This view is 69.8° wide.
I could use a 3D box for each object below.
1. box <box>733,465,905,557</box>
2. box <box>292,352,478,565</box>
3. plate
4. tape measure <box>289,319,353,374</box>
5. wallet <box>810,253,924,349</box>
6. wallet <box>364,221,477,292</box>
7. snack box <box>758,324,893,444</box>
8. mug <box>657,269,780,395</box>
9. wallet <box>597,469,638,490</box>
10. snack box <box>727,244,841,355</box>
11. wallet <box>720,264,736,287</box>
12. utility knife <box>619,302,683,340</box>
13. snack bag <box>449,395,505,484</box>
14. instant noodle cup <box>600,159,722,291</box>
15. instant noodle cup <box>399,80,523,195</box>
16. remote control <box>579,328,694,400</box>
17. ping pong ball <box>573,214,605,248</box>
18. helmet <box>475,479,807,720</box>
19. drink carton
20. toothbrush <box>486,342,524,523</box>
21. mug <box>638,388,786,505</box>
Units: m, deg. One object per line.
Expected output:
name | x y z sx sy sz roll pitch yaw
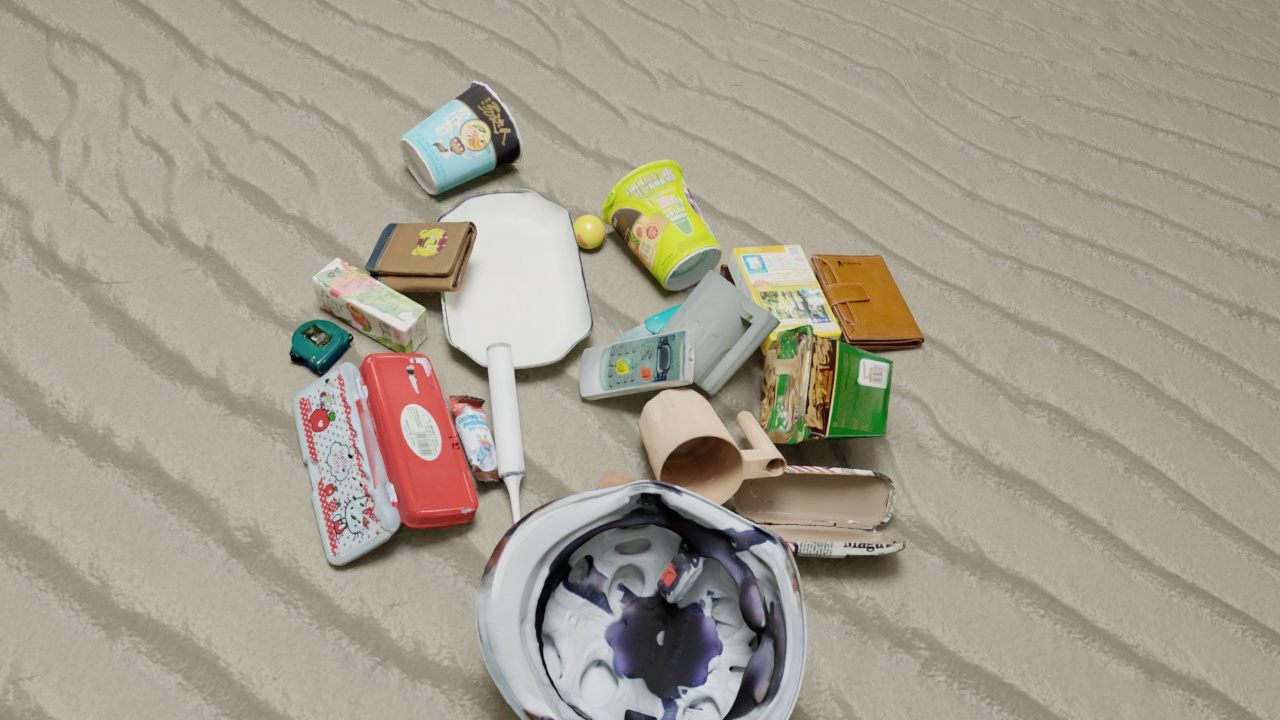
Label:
box | 0.174 0.151 0.883 0.162 0.076 0.086 4 23 -8
box | -0.251 0.084 0.885 0.157 0.069 0.201 -17 57 -15
plate | -0.146 -0.091 1.041 0.162 0.034 0.265 -7 56 -12
tape measure | -0.339 -0.018 0.966 0.054 0.025 0.058 27 54 10
wallet | 0.258 -0.070 1.080 0.119 0.035 0.130 1 53 -24
wallet | -0.242 -0.114 1.013 0.115 0.033 0.090 3 63 24
snack box | 0.193 0.032 0.939 0.105 0.118 0.118 7 85 -13
mug | 0.079 -0.024 0.956 0.103 0.083 0.124 -49 30 3
wallet | -0.007 0.168 0.882 0.101 0.020 0.115 22 52 7
snack box | 0.161 -0.071 1.041 0.086 0.034 0.140 -6 52 -17
wallet | 0.152 -0.067 1.068 0.122 0.020 0.096 9 51 -8
utility knife | 0.053 -0.057 1.055 0.184 0.013 0.029 -24 64 -27
snack bag | -0.163 0.079 0.916 0.045 0.026 0.105 23 35 -51
instant noodle cup | 0.031 -0.151 1.070 0.111 0.112 0.123 -23 68 -23
instant noodle cup | -0.222 -0.263 1.119 0.120 0.111 0.111 -37 66 -20
remote control | -0.006 0.006 0.945 0.135 0.019 0.056 -10 68 34
ping pong ball | -0.062 -0.153 1.094 0.040 0.040 0.040 4 54 -5
helmet | 0.004 0.226 0.759 0.259 0.146 0.228 8 63 9
drink carton | -0.287 -0.058 0.985 0.122 0.054 0.045 28 55 11
toothbrush | -0.128 0.085 0.900 0.027 0.026 0.220 -11 66 2
mug | 0.066 0.082 0.893 0.124 0.084 0.103 -5 26 -11
